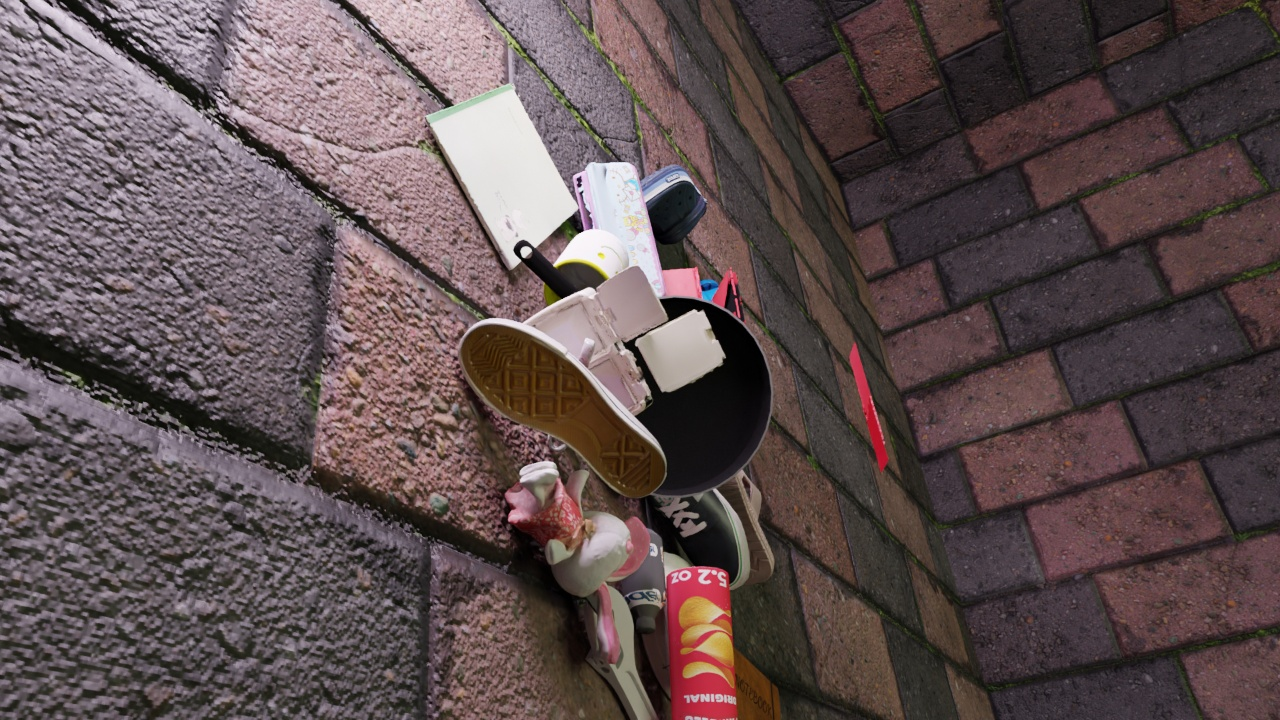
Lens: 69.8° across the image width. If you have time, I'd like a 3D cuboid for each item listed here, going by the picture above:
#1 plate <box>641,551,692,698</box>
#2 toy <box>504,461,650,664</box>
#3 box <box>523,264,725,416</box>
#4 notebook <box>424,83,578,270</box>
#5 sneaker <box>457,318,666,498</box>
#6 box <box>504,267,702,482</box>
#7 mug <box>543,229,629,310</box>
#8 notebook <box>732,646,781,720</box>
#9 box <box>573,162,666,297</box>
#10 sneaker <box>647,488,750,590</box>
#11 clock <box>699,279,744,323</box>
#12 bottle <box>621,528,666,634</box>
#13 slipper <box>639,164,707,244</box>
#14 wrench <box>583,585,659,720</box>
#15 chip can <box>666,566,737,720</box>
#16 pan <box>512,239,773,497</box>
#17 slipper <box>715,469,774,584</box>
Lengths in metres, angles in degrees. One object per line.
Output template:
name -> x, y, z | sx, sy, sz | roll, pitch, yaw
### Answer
plate -> 0.056, 0.303, 1.044 | 0.182, 0.034, 0.182 | 48, 29, -40
toy -> -0.056, 0.166, 0.852 | 0.194, 0.084, 0.158 | 58, 31, -27
box -> -0.026, -0.012, 0.928 | 0.143, 0.192, 0.068 | 60, 20, -3
notebook -> -0.154, -0.225, 1.079 | 0.182, 0.010, 0.251 | 61, 23, -15
sneaker -> -0.071, 0.038, 0.893 | 0.241, 0.118, 0.087 | 41, 11, -18
box -> -0.045, 0.019, 1.232 | 0.153, 0.326, 0.213 | 63, 18, -54
mug -> -0.061, -0.099, 1.080 | 0.082, 0.083, 0.106 | 60, 23, -20
notebook -> 0.138, 0.483, 1.093 | 0.178, 0.014, 0.248 | 50, 28, -37
box -> -0.035, -0.158, 1.201 | 0.077, 0.096, 0.214 | 9, 60, -46
sneaker -> 0.048, 0.169, 1.087 | 0.078, 0.084, 0.235 | -11, 71, -58
clock -> 0.118, -0.067, 1.453 | 0.161, 0.060, 0.117 | -119, -171, -64
bottle -> 0.003, 0.233, 0.972 | 0.047, 0.047, 0.112 | 44, 32, -45
slipper -> 0.053, -0.232, 1.427 | 0.095, 0.105, 0.252 | 63, 19, 7
wrench -> 0.006, 0.349, 0.914 | 0.273, 0.018, 0.086 | 65, 22, -11
chip can -> 0.063, 0.326, 0.931 | 0.069, 0.069, 0.220 | 39, 41, -49
pan -> -0.008, -0.005, 1.021 | 0.356, 0.225, 0.034 | 44, -8, -11
slipper -> 0.109, 0.190, 1.193 | 0.239, 0.094, 0.064 | 64, 26, -26
